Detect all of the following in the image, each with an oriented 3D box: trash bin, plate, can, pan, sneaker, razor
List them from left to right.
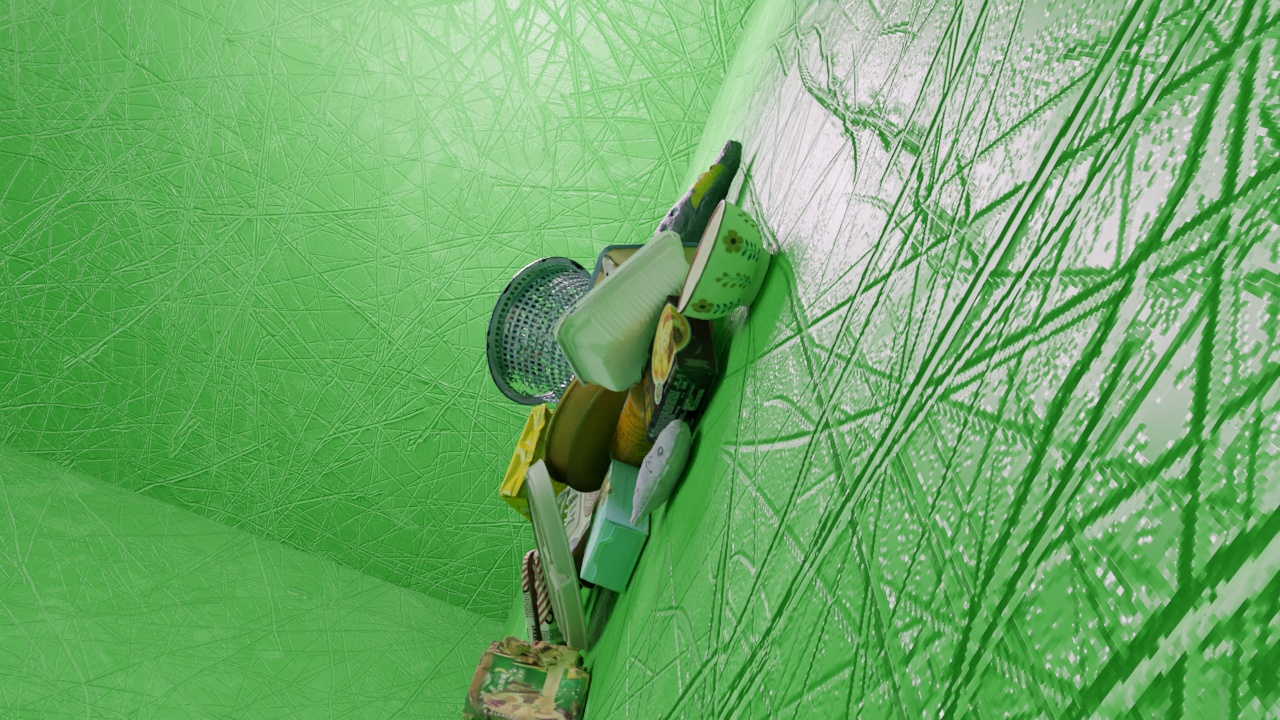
[{"bbox_3d":[-0.102,0.232,1.087,0.230,0.027,0.230,167,91,-78],"label":"plate"},{"bbox_3d":[-0.083,0.209,1.341,0.241,0.091,0.090,-74,6,-45],"label":"sneaker"},{"bbox_3d":[-0.072,-0.017,1.297,0.225,0.195,0.227,-23,-57,-42],"label":"trash bin"},{"bbox_3d":[-0.065,0.238,1.195,0.168,0.067,0.062,-60,-10,24],"label":"razor"},{"bbox_3d":[-0.007,0.007,1.179,0.356,0.078,0.198,-52,-28,-15],"label":"pan"},{"bbox_3d":[0.002,0.077,1.071,0.146,0.058,0.058,111,177,-56],"label":"can"}]

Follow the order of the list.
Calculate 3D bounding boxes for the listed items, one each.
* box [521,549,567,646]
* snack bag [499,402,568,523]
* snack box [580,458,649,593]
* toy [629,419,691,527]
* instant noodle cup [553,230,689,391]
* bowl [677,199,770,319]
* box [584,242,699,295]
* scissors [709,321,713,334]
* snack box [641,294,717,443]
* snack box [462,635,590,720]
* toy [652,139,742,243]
[{"bbox_3d":[-0.122,0.333,1.228,0.071,0.060,0.164,-4,-95,-53],"label":"box"},{"bbox_3d":[-0.122,0.194,1.457,0.246,0.068,0.157,54,-132,-49],"label":"snack bag"},{"bbox_3d":[-0.025,0.178,1.016,0.174,0.051,0.074,-84,15,-75],"label":"snack box"},{"bbox_3d":[0.022,0.101,0.883,0.083,0.039,0.108,-67,-1,-52],"label":"toy"},{"bbox_3d":[0.001,-0.041,0.987,0.173,0.060,0.138,-42,-30,-12],"label":"instant noodle cup"},{"bbox_3d":[0.083,-0.087,0.857,0.113,0.062,0.113,-163,93,-85],"label":"bowl"},{"bbox_3d":[0.024,-0.088,1.081,0.183,0.062,0.090,-8,-49,-46],"label":"box"},{"bbox_3d":[0.061,0.013,0.979,0.134,0.017,0.133,123,163,-69],"label":"scissors"},{"bbox_3d":[0.039,0.003,0.925,0.125,0.053,0.113,-96,18,-45],"label":"snack box"},{"bbox_3d":[-0.119,0.374,0.965,0.117,0.118,0.106,-75,-5,-59],"label":"snack box"},{"bbox_3d":[0.056,-0.148,1.325,0.357,0.091,0.137,-65,-7,21],"label":"toy"}]
